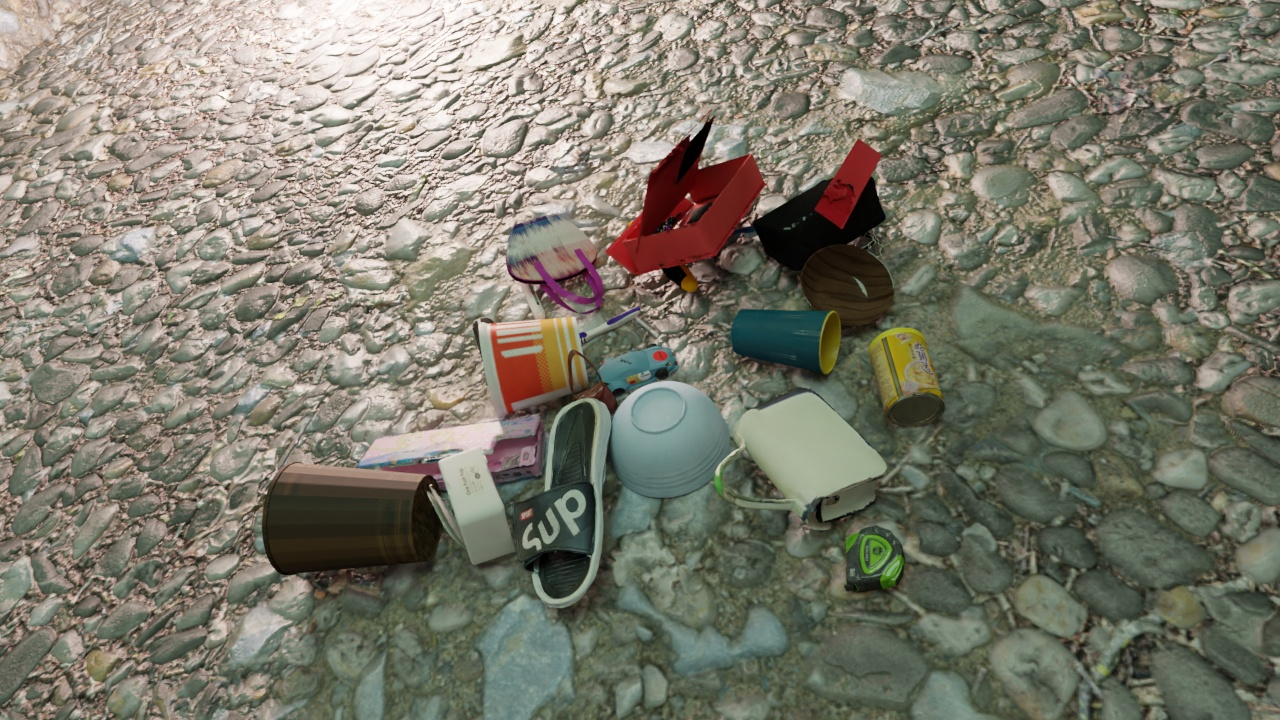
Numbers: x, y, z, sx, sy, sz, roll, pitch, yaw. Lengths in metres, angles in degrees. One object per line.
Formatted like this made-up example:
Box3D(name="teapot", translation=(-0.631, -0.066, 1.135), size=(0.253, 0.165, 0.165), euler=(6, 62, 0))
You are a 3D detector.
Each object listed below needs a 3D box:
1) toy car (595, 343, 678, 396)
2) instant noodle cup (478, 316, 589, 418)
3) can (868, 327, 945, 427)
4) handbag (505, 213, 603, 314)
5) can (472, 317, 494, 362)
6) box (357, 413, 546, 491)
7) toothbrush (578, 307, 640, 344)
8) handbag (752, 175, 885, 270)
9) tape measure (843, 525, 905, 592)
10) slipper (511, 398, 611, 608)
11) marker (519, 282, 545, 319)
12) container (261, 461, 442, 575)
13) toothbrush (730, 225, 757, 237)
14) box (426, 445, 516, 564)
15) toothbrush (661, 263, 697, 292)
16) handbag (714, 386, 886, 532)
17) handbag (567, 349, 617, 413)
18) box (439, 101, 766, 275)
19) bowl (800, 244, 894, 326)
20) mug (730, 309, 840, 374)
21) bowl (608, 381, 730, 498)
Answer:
Box3D(name="toy car", translation=(-0.007, 0.007, 1.192), size=(0.108, 0.027, 0.060), euler=(-20, 47, -1))
Box3D(name="instant noodle cup", translation=(-0.134, 0.002, 1.179), size=(0.121, 0.124, 0.123), euler=(-11, 47, -4))
Box3D(name="can", translation=(0.307, 0.019, 1.061), size=(0.068, 0.068, 0.104), euler=(-10, 48, 8))
Box3D(name="handbag", translation=(-0.112, -0.131, 1.322), size=(0.144, 0.068, 0.170), euler=(-21, 53, -26))
Box3D(name="can", translation=(-0.211, -0.024, 1.277), size=(0.031, 0.031, 0.080), euler=(-22, 47, -4))
Box3D(name="box", translation=(-0.236, 0.112, 1.144), size=(0.230, 0.063, 0.084), euler=(-9, 48, 9))
Box3D(name="toothbrush", translation=(-0.083, -0.029, 1.256), size=(0.186, 0.015, 0.016), euler=(-25, 52, -7))
Box3D(name="handbag", translation=(0.246, -0.178, 1.258), size=(0.153, 0.115, 0.125), euler=(-33, 26, -9))
Box3D(name="tape measure", translation=(0.241, 0.205, 0.942), size=(0.059, 0.036, 0.065), euler=(-6, 51, 24))
Box3D(name="slipper", translation=(-0.091, 0.151, 1.040), size=(0.111, 0.063, 0.263), euler=(-24, 43, 35))
Box3D(name="marker", translation=(-0.165, -0.103, 1.341), size=(0.020, 0.017, 0.133), euler=(-3, 42, -24))
Box3D(name="container", translation=(-0.329, 0.184, 1.073), size=(0.167, 0.132, 0.132), euler=(-1, 49, 8))
Box3D(name="toothbrush", translation=(0.103, -0.175, 1.330), size=(0.135, 0.017, 0.021), euler=(-10, 44, 11))
Box3D(name="box", translation=(-0.209, 0.175, 1.054), size=(0.101, 0.103, 0.108), euler=(-16, 46, -13))
Box3D(name="toothbrush", translation=(0.029, -0.153, 1.323), size=(0.030, 0.031, 0.196), euler=(-4, 36, -31))
Box3D(name="handbag", translation=(0.156, 0.120, 1.001), size=(0.175, 0.074, 0.151), euler=(-18, 46, -26))
Box3D(name="handbag", translation=(-0.066, 0.029, 1.128), size=(0.055, 0.120, 0.029), euler=(-30, 48, -10))
Box3D(name="box", translation=(-0.048, -0.249, 1.318), size=(0.426, 0.128, 0.212), euler=(19, 44, 18))
Box3D(name="bowl", translation=(0.262, -0.090, 1.180), size=(0.119, 0.032, 0.119), euler=(1, 65, -2))
Box3D(name="mug", translation=(0.179, -0.030, 1.141), size=(0.121, 0.078, 0.078), euler=(9, 53, 29))
Box3D(name="bowl", translation=(0.028, 0.080, 1.087), size=(0.151, 0.075, 0.150), euler=(-8, 49, 9))
